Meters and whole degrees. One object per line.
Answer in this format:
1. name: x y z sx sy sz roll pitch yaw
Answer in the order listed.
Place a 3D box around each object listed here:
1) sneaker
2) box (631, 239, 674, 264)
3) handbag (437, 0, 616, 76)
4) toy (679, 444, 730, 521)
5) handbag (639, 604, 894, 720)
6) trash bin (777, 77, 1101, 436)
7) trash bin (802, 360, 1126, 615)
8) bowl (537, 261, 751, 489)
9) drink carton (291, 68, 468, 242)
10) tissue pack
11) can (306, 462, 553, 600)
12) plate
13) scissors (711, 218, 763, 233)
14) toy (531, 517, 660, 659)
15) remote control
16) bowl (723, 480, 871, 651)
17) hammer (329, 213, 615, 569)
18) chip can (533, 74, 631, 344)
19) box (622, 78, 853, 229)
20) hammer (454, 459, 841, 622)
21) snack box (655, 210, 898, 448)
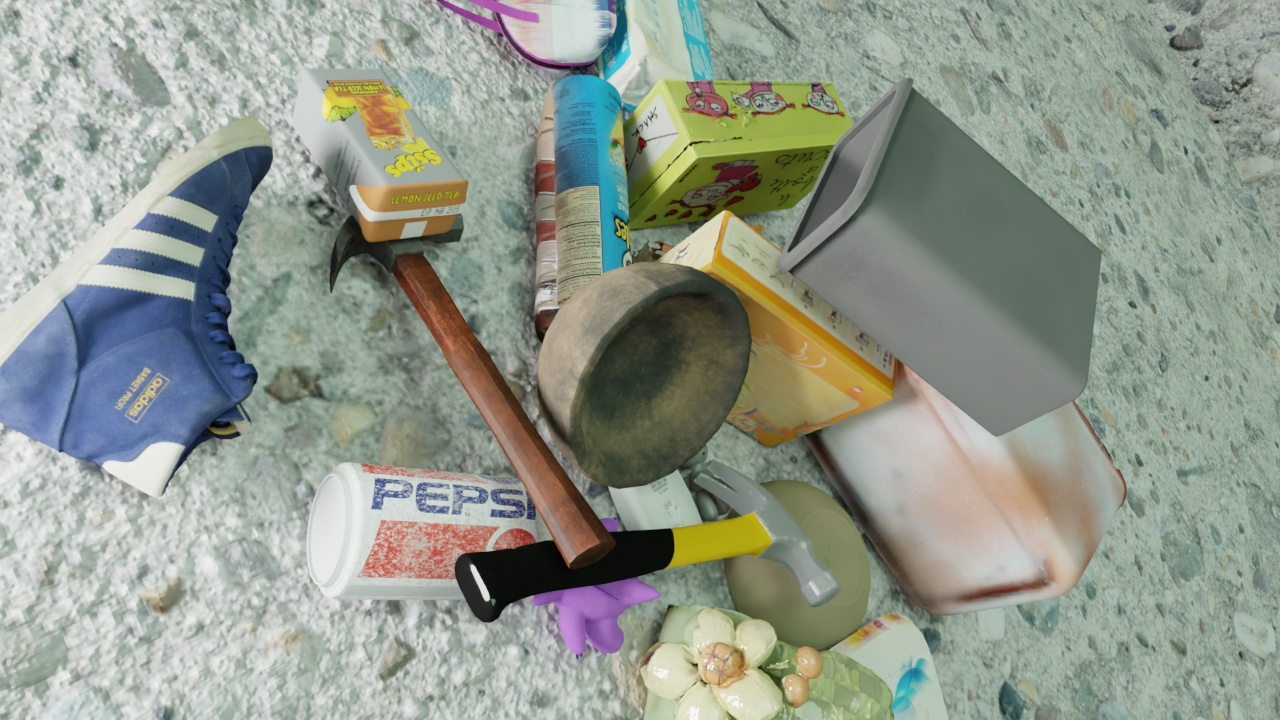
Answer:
1. sneaker: -0.244 -0.032 0.525 0.118 0.092 0.232 39 50 -12
2. box: 0.075 -0.068 0.834 0.186 0.058 0.060 14 93 -32
3. handbag: -0.111 -0.320 0.804 0.169 0.068 0.144 11 62 -28
4. toy: 0.041 0.076 0.748 0.049 0.030 0.111 -12 76 -47
5. handbag: 0.090 0.230 0.632 0.186 0.117 0.113 13 52 2
6. trash bin: 0.241 -0.082 0.719 0.220 0.098 0.191 37 50 -9
7. trash bin: 0.286 0.086 0.842 0.157 0.182 0.259 -35 93 -42
8. bowl: -0.004 0.004 0.644 0.161 0.162 0.070 -6 30 -41
9. drink carton: -0.182 -0.143 0.635 0.076 0.049 0.125 -16 60 -43
10. tissue pack: 0.010 -0.321 0.889 0.116 0.066 0.209 14 59 -42
11. can: -0.126 0.107 0.563 0.136 0.078 0.078 11 62 -35
12. plate: 0.199 0.315 0.744 0.186 0.016 0.187 -14 89 -41
13. scissors: 0.079 -0.119 0.888 0.129 0.011 0.125 -31 88 -42
14. toy: -0.033 0.150 0.632 0.088 0.056 0.105 34 51 -24
15. remote control: 0.009 0.106 0.707 0.060 0.028 0.114 -25 86 -43
16. bowl: 0.143 0.170 0.770 0.152 0.051 0.152 18 59 -32
17. hammer: -0.107 0.005 0.587 0.110 0.028 0.300 -12 54 -40
18. chip can: -0.047 -0.118 0.740 0.079 0.080 0.229 14 60 -34
19. box: 0.087 -0.191 0.841 0.220 0.125 0.082 -10 72 -38
20. hammer: 0.013 0.125 0.608 0.323 0.029 0.127 5 43 -49
21. snack box: 0.092 -0.023 0.759 0.195 0.145 0.080 33 53 -22
